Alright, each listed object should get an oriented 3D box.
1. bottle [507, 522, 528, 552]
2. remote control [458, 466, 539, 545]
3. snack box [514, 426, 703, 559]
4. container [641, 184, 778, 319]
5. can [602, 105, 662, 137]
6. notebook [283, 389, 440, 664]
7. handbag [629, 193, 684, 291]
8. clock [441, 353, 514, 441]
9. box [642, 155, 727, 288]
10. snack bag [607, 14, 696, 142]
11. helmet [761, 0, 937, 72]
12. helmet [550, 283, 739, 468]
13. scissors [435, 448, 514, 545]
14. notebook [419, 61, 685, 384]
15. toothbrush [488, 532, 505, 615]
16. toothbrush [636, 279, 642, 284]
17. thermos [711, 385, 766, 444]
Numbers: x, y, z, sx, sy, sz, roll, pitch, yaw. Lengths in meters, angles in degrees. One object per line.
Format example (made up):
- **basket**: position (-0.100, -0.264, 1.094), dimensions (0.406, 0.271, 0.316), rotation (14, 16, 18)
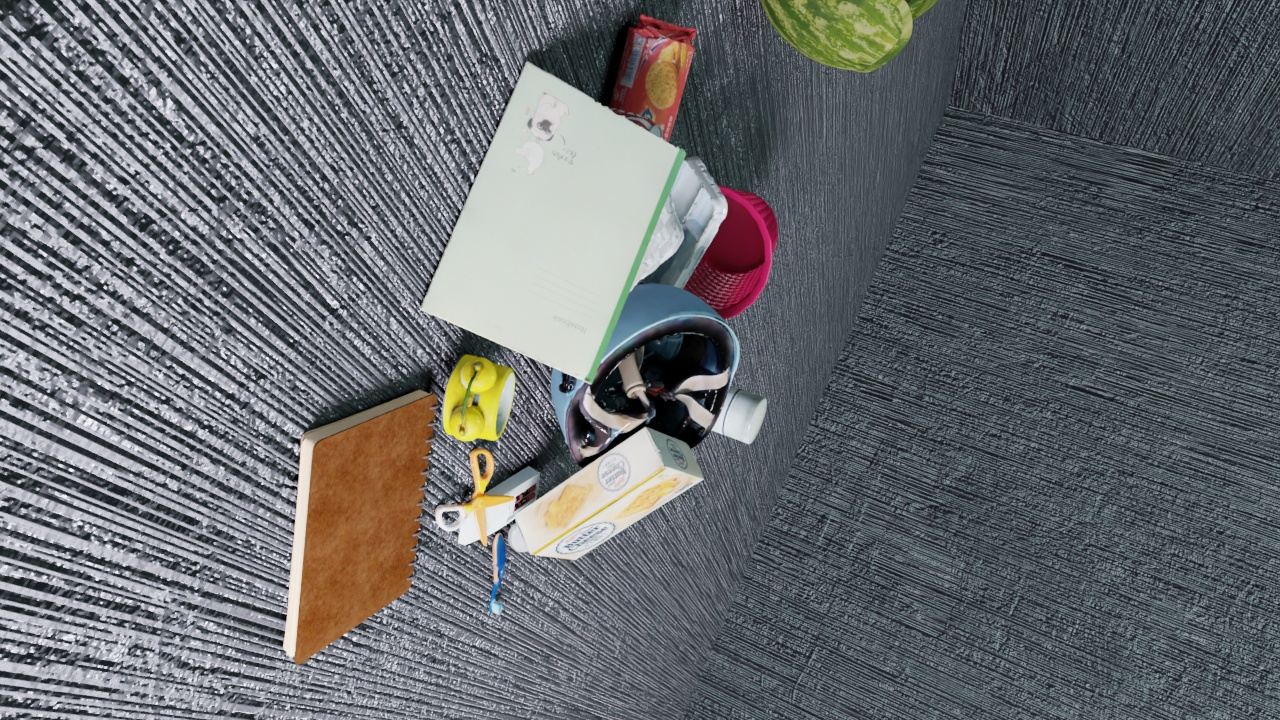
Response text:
- **bottle**: position (-0.116, 0.223, 1.230), dimensions (0.186, 0.053, 0.053), rotation (5, 104, -69)
- **remote control**: position (-0.164, 0.174, 1.104), dimensions (0.143, 0.024, 0.050), rotation (-28, 135, -60)
- **snack box**: position (-0.038, 0.165, 1.106), dimensions (0.208, 0.057, 0.104), rotation (-35, 152, 17)
- **container**: position (0.115, -0.169, 1.304), dimensions (0.225, 0.183, 0.183), rotation (-41, 146, -66)
- **can**: position (-0.030, -0.235, 0.954), dimensions (0.053, 0.097, 0.054), rotation (-52, 153, -40)
- **notebook**: position (-0.254, 0.147, 0.848), dimensions (0.167, 0.024, 0.226), rotation (-28, 135, -60)
- **handbag**: position (-0.046, -0.124, 0.962), dimensions (0.171, 0.123, 0.112), rotation (-39, 137, -11)
- **clock**: position (-0.163, 0.038, 0.901), dimensions (0.118, 0.057, 0.083), rotation (40, 63, -86)
- **box**: position (0.006, -0.150, 1.118), dimensions (0.109, 0.107, 0.217), rotation (-12, 152, -28)
- **snack bag**: position (0.003, -0.290, 1.022), dimensions (0.082, 0.082, 0.176), rotation (-12, 121, -66)
- **helmet**: position (0.275, -0.529, 1.249), dimensions (0.212, 0.247, 0.244), rotation (-51, -164, -27)
- **helmet**: position (-0.007, 0.007, 1.107), dimensions (0.225, 0.166, 0.266), rotation (-8, 142, -30)
- **scissors**: position (-0.186, 0.160, 1.027), dimensions (0.128, 0.011, 0.125), rotation (-33, 128, -46)
- **notebook**: position (-0.077, -0.127, 0.874), dimensions (0.252, 0.182, 0.010), rotation (-68, -158, -5)
- **toothbrush**: position (-0.181, 0.273, 1.165), dimensions (0.021, 0.017, 0.135), rotation (-43, 148, -54)
- **toothbrush**: position (-0.030, -0.089, 1.212), dimensions (0.180, 0.016, 0.018), rotation (-42, 139, -53)
- **thermos**: position (0.055, 0.044, 1.241), dimensions (0.067, 0.230, 0.068), rotation (-53, 154, -39)
